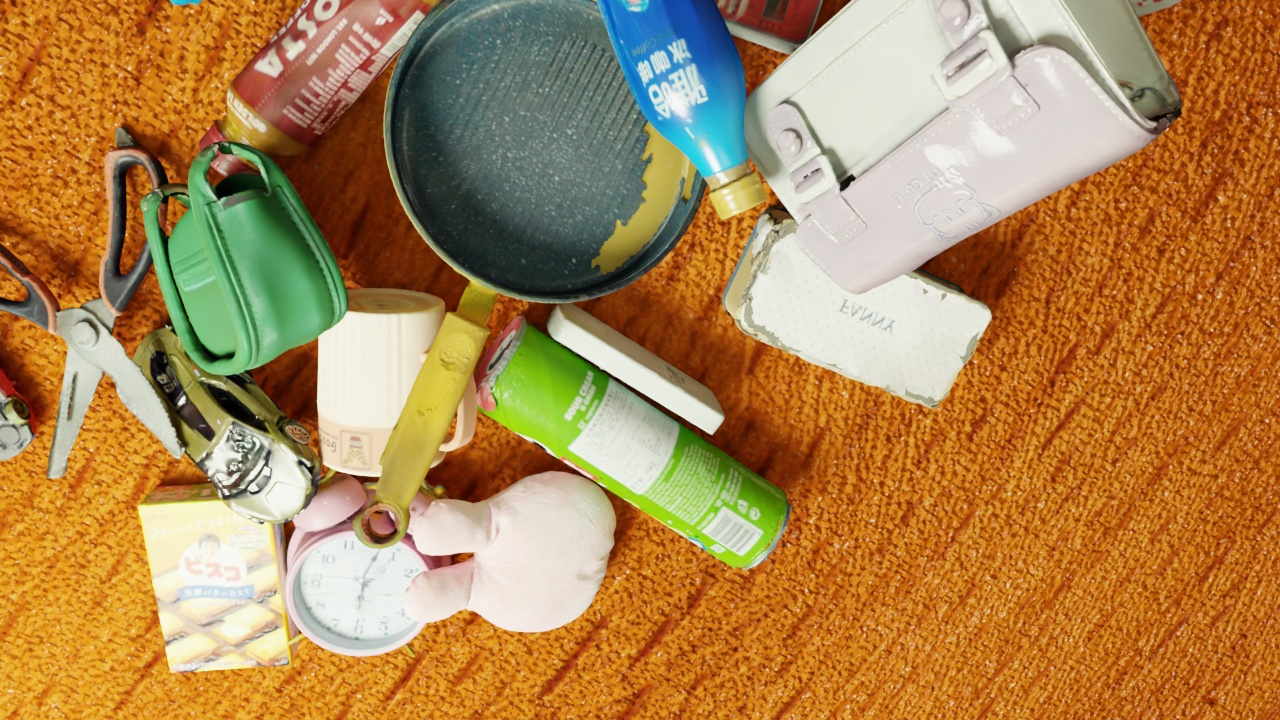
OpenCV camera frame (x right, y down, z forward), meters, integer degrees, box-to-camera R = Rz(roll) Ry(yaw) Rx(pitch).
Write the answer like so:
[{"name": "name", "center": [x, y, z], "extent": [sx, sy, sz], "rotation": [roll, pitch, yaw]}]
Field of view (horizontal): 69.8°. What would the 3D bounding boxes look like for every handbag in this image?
[{"name": "handbag", "center": [0.160, -0.135, 0.500], "extent": [0.098, 0.198, 0.145], "rotation": [-36, 92, -37]}, {"name": "handbag", "center": [-0.238, -0.056, 0.534], "extent": [0.067, 0.132, 0.120], "rotation": [-32, 105, -35]}]

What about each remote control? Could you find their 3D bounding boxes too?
[{"name": "remote control", "center": [0.048, -0.238, 0.574], "extent": [0.136, 0.020, 0.056], "rotation": [15, 107, -11]}, {"name": "remote control", "center": [-0.004, 0.004, 0.630], "extent": [0.135, 0.056, 0.019], "rotation": [31, 102, -16]}]

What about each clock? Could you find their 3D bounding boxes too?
[{"name": "clock", "center": [-0.192, 0.135, 0.652], "extent": [0.117, 0.059, 0.159], "rotation": [9, 105, -10]}]

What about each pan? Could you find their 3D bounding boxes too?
[{"name": "pan", "center": [-0.084, -0.061, 0.544], "extent": [0.197, 0.078, 0.357], "rotation": [25, 89, -15]}]

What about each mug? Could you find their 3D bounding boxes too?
[{"name": "mug", "center": [-0.155, 0.015, 0.594], "extent": [0.115, 0.081, 0.106], "rotation": [13, 108, 28]}]

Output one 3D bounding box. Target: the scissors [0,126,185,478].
[{"name": "scissors", "center": [-0.347, -0.036, 0.576], "extent": [0.189, 0.015, 0.222], "rotation": [-42, 91, 2]}]

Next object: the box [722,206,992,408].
[{"name": "box", "center": [0.153, -0.034, 0.634], "extent": [0.184, 0.061, 0.090], "rotation": [23, 105, -15]}]

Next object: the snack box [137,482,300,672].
[{"name": "snack box", "center": [-0.300, 0.157, 0.662], "extent": [0.087, 0.033, 0.140], "rotation": [-2, 107, -6]}]

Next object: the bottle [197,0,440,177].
[{"name": "bottle", "center": [-0.191, -0.177, 0.548], "extent": [0.175, 0.057, 0.057], "rotation": [-43, 107, 8]}]

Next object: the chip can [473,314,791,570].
[{"name": "chip can", "center": [-0.006, 0.062, 0.641], "extent": [0.236, 0.072, 0.072], "rotation": [34, 102, -16]}]

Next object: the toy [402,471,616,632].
[{"name": "toy", "center": [-0.089, 0.136, 0.646], "extent": [0.159, 0.054, 0.121], "rotation": [8, 98, -36]}]

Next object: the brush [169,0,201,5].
[{"name": "brush", "center": [-0.287, -0.251, 0.520], "extent": [0.314, 0.060, 0.109], "rotation": [-24, 104, 5]}]

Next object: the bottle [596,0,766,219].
[{"name": "bottle", "center": [0.016, -0.186, 0.517], "extent": [0.065, 0.065, 0.218], "rotation": [-25, 97, 2]}]

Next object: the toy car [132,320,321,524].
[{"name": "toy car", "center": [-0.271, 0.041, 0.597], "extent": [0.158, 0.042, 0.070], "rotation": [43, 104, 11]}]

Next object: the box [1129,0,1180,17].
[{"name": "box", "center": [0.230, -0.263, 0.493], "extent": [0.201, 0.102, 0.095], "rotation": [26, 76, -45]}]

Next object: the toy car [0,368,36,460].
[{"name": "toy car", "center": [-0.440, 0.017, 0.600], "extent": [0.049, 0.031, 0.106], "rotation": [-24, 108, 3]}]

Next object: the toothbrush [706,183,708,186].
[{"name": "toothbrush", "center": [0.110, -0.160, 0.611], "extent": [0.186, 0.012, 0.017], "rotation": [-27, 110, 3]}]
